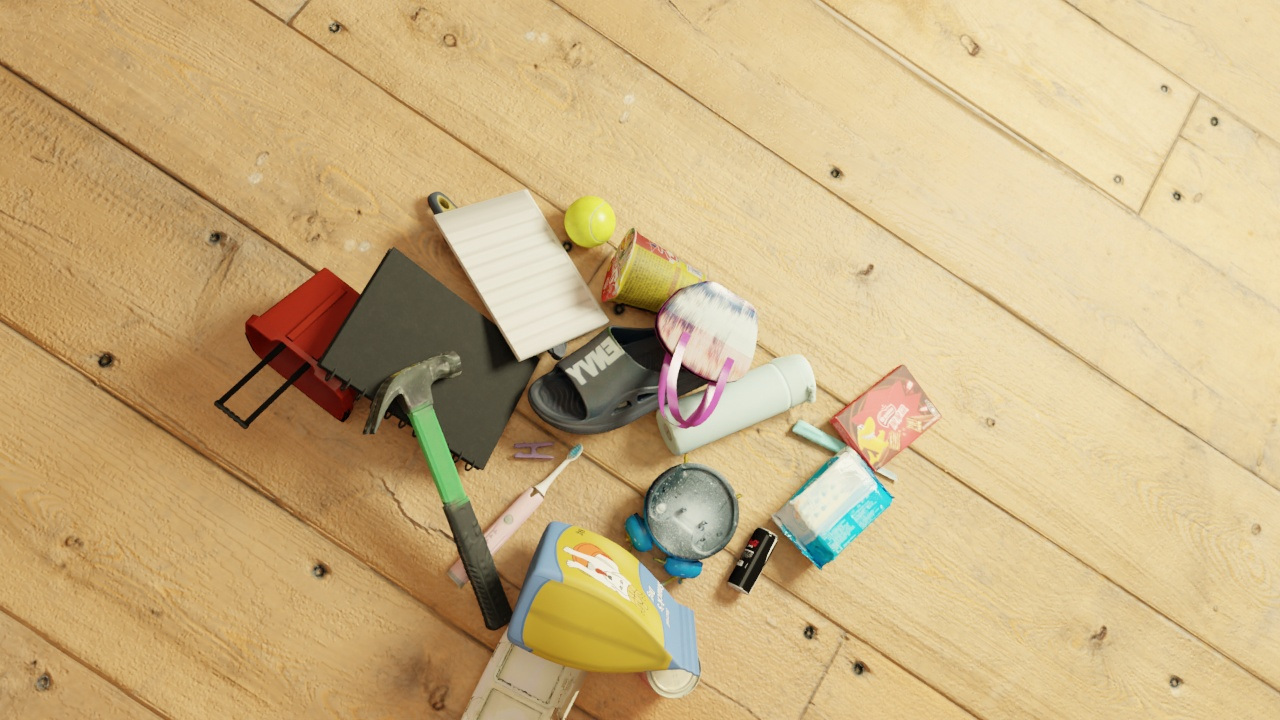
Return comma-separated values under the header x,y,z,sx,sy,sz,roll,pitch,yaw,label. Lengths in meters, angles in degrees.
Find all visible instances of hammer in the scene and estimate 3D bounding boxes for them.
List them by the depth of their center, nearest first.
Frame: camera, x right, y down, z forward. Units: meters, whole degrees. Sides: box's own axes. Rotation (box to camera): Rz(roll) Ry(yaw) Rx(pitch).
x,y,z,sx,sy,sz,roll,pitch,yaw,label
-0.212,0.159,1.039,0.129,0.032,0.319,-28,104,-40,hammer

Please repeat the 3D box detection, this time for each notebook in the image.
x,y,z,sx,sy,sz,roll,pitch,yaw,label
-0.238,0.005,1.065,0.231,0.019,0.168,40,63,-31,notebook
-0.146,-0.111,1.144,0.142,0.009,0.209,-25,79,-37,notebook

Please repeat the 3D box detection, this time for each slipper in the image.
x,y,z,sx,sy,sz,roll,pitch,yaw,label
-0.007,0.007,1.122,0.267,0.083,0.110,-20,54,-18,slipper

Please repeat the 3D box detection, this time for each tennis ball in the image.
x,y,z,sx,sy,sz,roll,pitch,yaw,label
-0.065,-0.178,1.177,0.065,0.065,0.065,2,78,-10,tennis ball

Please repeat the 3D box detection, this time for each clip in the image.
x,y,z,sx,sy,sz,roll,pitch,yaw,label
-0.131,0.113,1.132,0.052,0.013,0.036,-2,78,-8,clip

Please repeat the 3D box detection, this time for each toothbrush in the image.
x,y,z,sx,sy,sz,roll,pitch,yaw,label
-0.147,0.182,1.107,0.027,0.027,0.222,41,75,10,toothbrush

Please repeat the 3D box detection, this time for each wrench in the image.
x,y,z,sx,sy,sz,roll,pitch,yaw,label
-0.181,-0.108,1.148,0.073,0.022,0.273,-29,76,-40,wrench

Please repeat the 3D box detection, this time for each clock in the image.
x,y,z,sx,sy,sz,roll,pitch,yaw,label
0.047,0.199,1.121,0.117,0.060,0.161,39,76,-1,clock

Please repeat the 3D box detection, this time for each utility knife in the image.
x,y,z,sx,sy,sz,roll,pitch,yaw,label
0.270,0.119,1.199,0.158,0.015,0.022,27,54,-4,utility knife

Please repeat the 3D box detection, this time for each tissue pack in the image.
x,y,z,sx,sy,sz,roll,pitch,yaw,label
0.240,0.185,1.156,0.144,0.062,0.093,-39,86,-18,tissue pack

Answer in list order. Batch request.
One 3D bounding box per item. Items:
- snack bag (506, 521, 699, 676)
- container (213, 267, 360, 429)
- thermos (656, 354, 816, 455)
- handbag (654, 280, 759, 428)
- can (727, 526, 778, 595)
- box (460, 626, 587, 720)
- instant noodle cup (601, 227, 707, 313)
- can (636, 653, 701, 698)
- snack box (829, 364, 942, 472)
x,y,z,sx,sy,sz,roll,pitch,yaw,label
-0.032,0.278,1.029,0.205,0.159,0.102,22,100,-3,snack bag
-0.388,0.008,1.049,0.148,0.127,0.200,39,65,-1,container
0.125,0.053,1.162,0.206,0.065,0.078,-22,42,-14,thermos
0.070,0.000,1.090,0.144,0.068,0.169,29,67,-23,handbag
0.140,0.249,1.140,0.031,0.032,0.080,32,75,-2,can
-0.109,0.387,1.020,0.187,0.101,0.144,18,74,21,box
0.020,-0.102,1.167,0.112,0.100,0.100,20,75,-15,instant noodle cup
0.032,0.357,1.075,0.067,0.076,0.067,2,78,-10,can
0.324,0.076,1.208,0.132,0.021,0.089,-34,85,-21,snack box
